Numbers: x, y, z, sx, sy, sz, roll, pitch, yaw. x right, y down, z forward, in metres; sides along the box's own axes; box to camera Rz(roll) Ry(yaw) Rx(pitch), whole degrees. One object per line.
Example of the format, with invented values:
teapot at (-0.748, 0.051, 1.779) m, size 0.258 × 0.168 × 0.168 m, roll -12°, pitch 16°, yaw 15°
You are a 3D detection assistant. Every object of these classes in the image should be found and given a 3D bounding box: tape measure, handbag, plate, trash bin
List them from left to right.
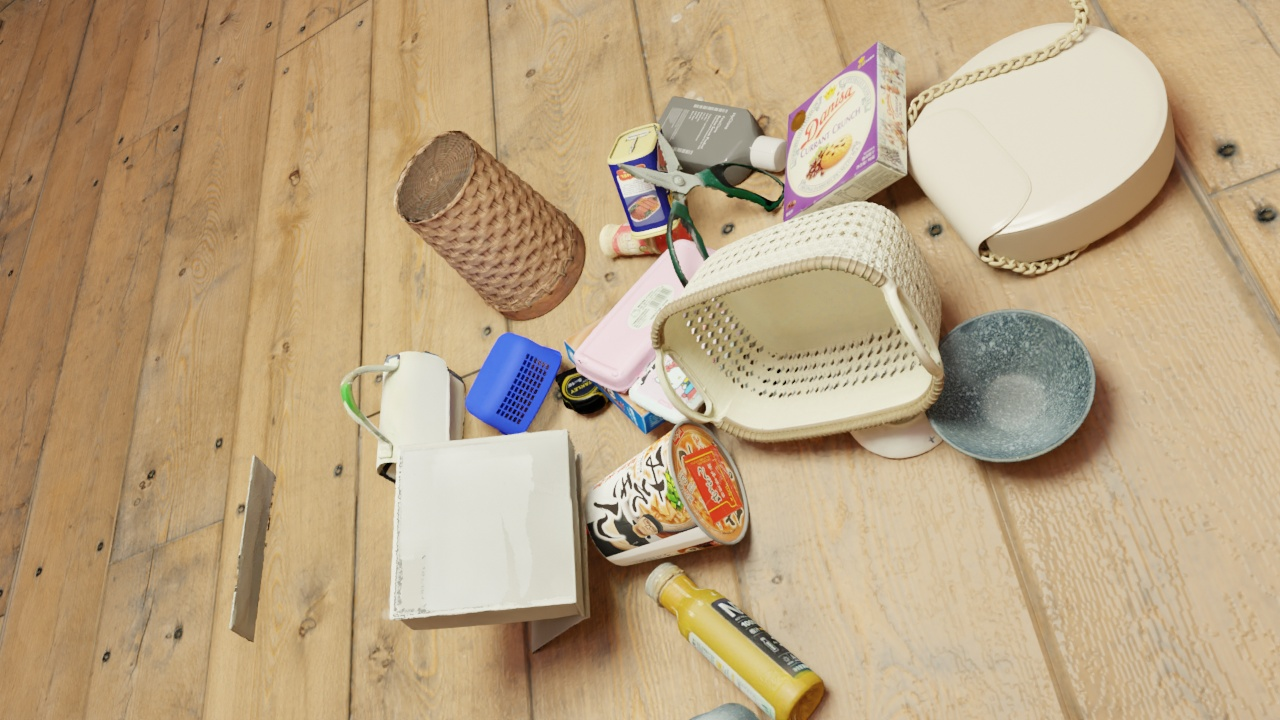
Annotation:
handbag at (-0.272, 0.060, 1.061) m, size 0.074 × 0.176 × 0.151 m, roll -16°, pitch 59°, yaw 23°
trash bin at (-0.183, -0.158, 1.093) m, size 0.152 × 0.210 × 0.151 m, roll -15°, pitch 60°, yaw 27°
tape measure at (-0.060, 0.031, 1.031) m, size 0.062 × 0.034 × 0.061 m, roll -25°, pitch 48°, yaw 4°
plate at (0.235, 0.036, 0.838) m, size 0.104 × 0.026 × 0.104 m, roll -8°, pitch 70°, yaw 21°
handbag at (0.362, -0.204, 0.840) m, size 0.209 × 0.103 × 0.210 m, roll -36°, pitch 51°, yaw 17°

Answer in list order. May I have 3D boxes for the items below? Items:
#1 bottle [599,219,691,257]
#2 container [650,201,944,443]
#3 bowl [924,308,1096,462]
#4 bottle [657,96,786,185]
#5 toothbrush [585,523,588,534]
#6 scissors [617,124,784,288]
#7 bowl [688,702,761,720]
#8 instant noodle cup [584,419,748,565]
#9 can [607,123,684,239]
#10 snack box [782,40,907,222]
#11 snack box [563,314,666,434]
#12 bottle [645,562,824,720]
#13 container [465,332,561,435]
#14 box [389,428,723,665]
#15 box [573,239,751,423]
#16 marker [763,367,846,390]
bottle at (0.005, -0.143, 1.074) m, size 0.109 × 0.044 × 0.044 m, roll 0°, pitch 67°, yaw 33°
container at (0.144, -0.032, 0.813) m, size 0.247 × 0.184 × 0.142 m, roll -15°, pitch 34°, yaw 39°
bowl at (0.315, 0.029, 0.782) m, size 0.137 × 0.057 × 0.136 m, roll -14°, pitch 61°, yaw 26°
bottle at (0.093, -0.251, 1.068) m, size 0.174 × 0.046 × 0.083 m, roll 22°, pitch 80°, yaw 38°
toothbrush at (-0.026, 0.145, 0.969) m, size 0.213 × 0.012 × 0.018 m, roll -41°, pitch 52°, yaw 8°
scissors at (0.066, -0.150, 0.970) m, size 0.015 × 0.201 × 0.202 m, roll 150°, pitch 127°, yaw -65°
bowl at (0.064, 0.349, 0.784) m, size 0.111 × 0.055 × 0.110 m, roll -15°, pitch 60°, yaw 27°
instant noodle cup at (0.019, 0.138, 0.885) m, size 0.122 × 0.123 × 0.123 m, roll -29°, pitch 54°, yaw 29°
can at (0.007, -0.204, 1.033) m, size 0.057 × 0.092 × 0.116 m, roll -12°, pitch 29°, yaw 16°
snack box at (0.209, -0.226, 0.946) m, size 0.144 × 0.040 × 0.147 m, roll -31°, pitch 47°, yaw 55°
snack box at (-0.006, 0.006, 0.990) m, size 0.087 × 0.034 × 0.151 m, roll -33°, pitch 50°, yaw -19°
bottle at (0.078, 0.249, 0.826) m, size 0.186 × 0.053 × 0.053 m, roll 34°, pitch 87°, yaw 39°
container at (-0.150, 0.025, 1.054) m, size 0.114 × 0.058 × 0.096 m, roll -63°, pitch 26°, yaw -5°
box at (-0.069, 0.214, 0.962) m, size 0.174 × 0.422 × 0.167 m, roll -17°, pitch 59°, yaw 22°
box at (0.041, -0.037, 0.960) m, size 0.152 × 0.038 × 0.200 m, roll 24°, pitch 63°, yaw 34°
marker at (0.180, 0.019, 0.900) m, size 0.139 × 0.016 × 0.022 m, roll 5°, pitch 55°, yaw 33°
